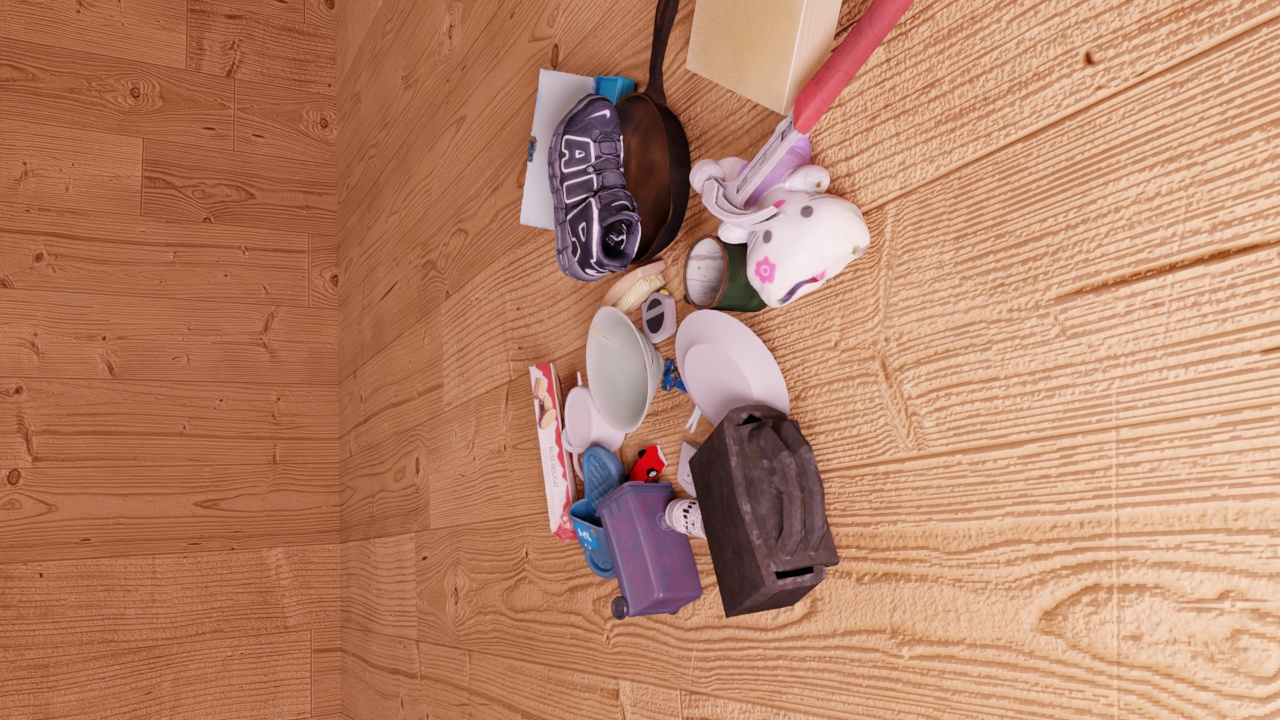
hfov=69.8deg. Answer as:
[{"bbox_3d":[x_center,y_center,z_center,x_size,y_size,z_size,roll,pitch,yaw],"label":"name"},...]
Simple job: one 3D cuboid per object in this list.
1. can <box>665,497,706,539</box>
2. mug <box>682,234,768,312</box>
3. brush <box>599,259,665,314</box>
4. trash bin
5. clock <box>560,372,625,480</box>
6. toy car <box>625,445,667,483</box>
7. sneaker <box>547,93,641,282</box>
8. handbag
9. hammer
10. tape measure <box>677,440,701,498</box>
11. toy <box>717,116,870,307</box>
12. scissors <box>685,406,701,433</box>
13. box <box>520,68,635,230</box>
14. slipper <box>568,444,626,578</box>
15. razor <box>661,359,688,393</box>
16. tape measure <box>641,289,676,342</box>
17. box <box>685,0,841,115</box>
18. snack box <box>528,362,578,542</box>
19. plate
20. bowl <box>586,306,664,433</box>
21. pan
[{"bbox_3d":[0.075,0.193,1.116,0.107,0.044,0.044,-2,86,59],"label":"can"},{"bbox_3d":[0.098,-0.091,1.058,0.111,0.081,0.084,-41,53,51],"label":"mug"},{"bbox_3d":[-0.008,-0.097,1.275,0.117,0.049,0.039,-36,80,52],"label":"brush"},{"bbox_3d":[0.008,0.241,1.180,0.092,0.093,0.160,-42,54,39],"label":"trash bin"},{"bbox_3d":[-0.070,0.104,1.359,0.120,0.061,0.159,37,124,53],"label":"clock"},{"bbox_3d":[0.004,0.157,1.256,0.090,0.025,0.038,-62,40,39],"label":"toy car"},{"bbox_3d":[-0.048,-0.223,1.209,0.151,0.097,0.253,21,113,55],"label":"sneaker"},{"bbox_3d":[0.139,0.142,0.951,0.200,0.102,0.197,116,145,-61],"label":"handbag"},{"bbox_3d":[0.177,-0.261,0.889,0.316,0.036,0.126,-50,43,18],"label":"hammer"},{"bbox_3d":[0.070,0.137,1.151,0.060,0.020,0.062,29,112,57],"label":"tape measure"},{"bbox_3d":[0.151,-0.150,0.956,0.138,0.085,0.209,-30,49,18],"label":"toy"},{"bbox_3d":[0.083,0.030,1.125,0.073,0.016,0.134,45,116,49],"label":"scissors"},{"bbox_3d":[-0.088,-0.311,1.402,0.167,0.075,0.244,17,105,28],"label":"box"},{"bbox_3d":[-0.057,0.220,1.296,0.104,0.059,0.214,26,124,42],"label":"slipper"},{"bbox_3d":[0.064,0.034,1.171,0.141,0.018,0.044,25,109,58],"label":"razor"},{"bbox_3d":[0.025,-0.060,1.245,0.065,0.016,0.064,-24,68,57],"label":"tape measure"},{"bbox_3d":[0.150,-0.419,1.009,0.247,0.076,0.257,49,123,54],"label":"box"},{"bbox_3d":[-0.130,0.141,1.435,0.077,0.044,0.272,72,-173,-67],"label":"snack box"},{"bbox_3d":[0.095,0.025,1.038,0.173,0.019,0.173,34,140,34],"label":"plate"},{"bbox_3d":[-0.007,0.007,1.239,0.174,0.067,0.174,23,117,57],"label":"bowl"},{"bbox_3d":[0.016,-0.301,1.218,0.248,0.043,0.357,51,136,49],"label":"pan"}]
